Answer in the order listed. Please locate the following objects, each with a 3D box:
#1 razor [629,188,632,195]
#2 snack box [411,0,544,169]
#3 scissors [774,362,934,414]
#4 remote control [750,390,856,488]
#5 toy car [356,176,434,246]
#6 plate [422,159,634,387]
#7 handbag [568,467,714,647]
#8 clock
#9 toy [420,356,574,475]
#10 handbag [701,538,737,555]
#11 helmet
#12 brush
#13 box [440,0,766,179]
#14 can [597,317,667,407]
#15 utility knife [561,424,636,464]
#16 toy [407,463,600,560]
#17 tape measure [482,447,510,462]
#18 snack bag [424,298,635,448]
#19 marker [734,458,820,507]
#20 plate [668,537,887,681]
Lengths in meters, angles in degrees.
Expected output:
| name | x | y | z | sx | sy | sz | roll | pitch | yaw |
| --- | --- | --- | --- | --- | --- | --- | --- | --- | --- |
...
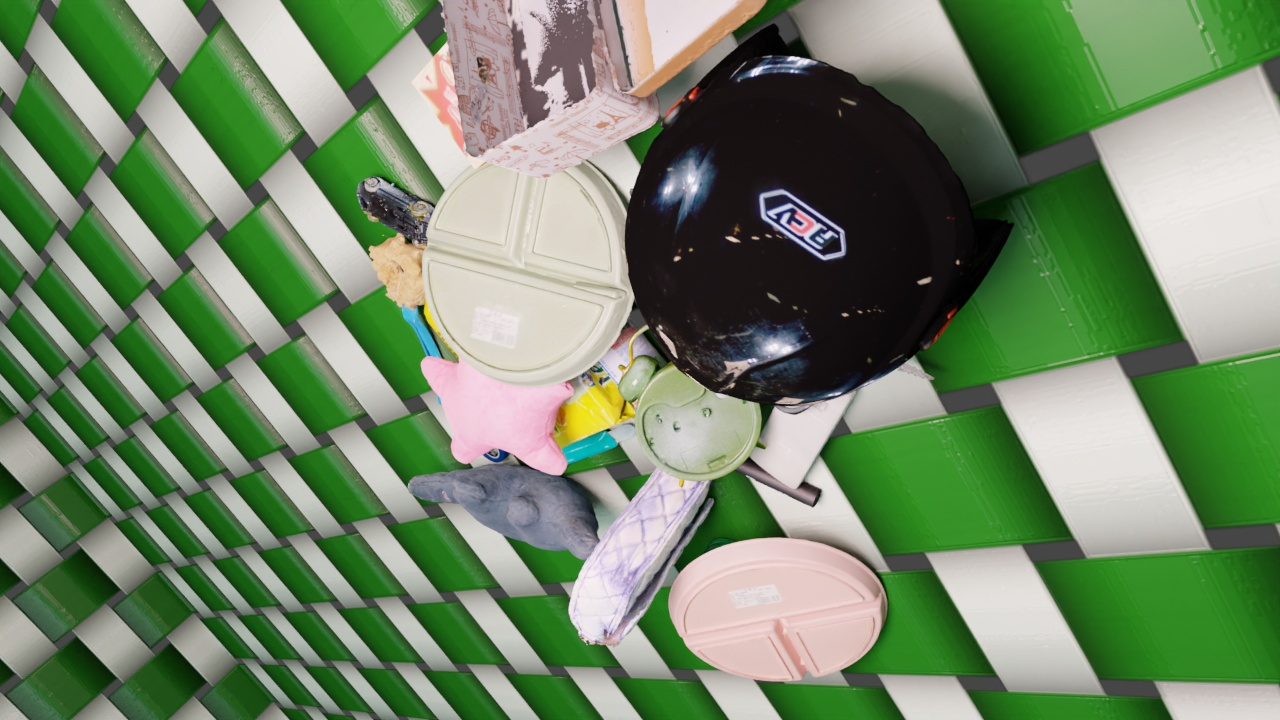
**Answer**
| name | x | y | z | sx | sy | sz | roll | pitch | yaw |
| --- | --- | --- | --- | --- | --- | --- | --- | --- | --- |
| razor | 0.017 | -0.089 | 0.842 | 0.043 | 0.022 | 0.143 | 13 | 131 | 33 |
| snack box | -0.123 | -0.236 | 0.788 | 0.095 | 0.076 | 0.093 | -23 | 108 | 47 |
| scissors | 0.162 | -0.022 | 0.775 | 0.159 | 0.014 | 0.178 | 51 | 128 | 7 |
| remote control | 0.150 | 0.060 | 0.859 | 0.058 | 0.021 | 0.150 | 37 | 138 | 16 |
| toy car | -0.260 | -0.163 | 0.991 | 0.105 | 0.031 | 0.049 | 28 | 136 | 15 |
| plate | -0.111 | -0.087 | 0.854 | 0.231 | 0.027 | 0.230 | 2 | 94 | 25 |
| handbag | 0.006 | 0.194 | 0.955 | 0.075 | 0.193 | 0.134 | 32 | 138 | 12 |
| clock | 0.045 | 0.036 | 0.861 | 0.116 | 0.056 | 0.161 | -25 | 102 | 5 |
| toy | -0.142 | 0.033 | 0.931 | 0.195 | 0.074 | 0.179 | 1 | 113 | 35 |
| handbag | 0.116 | 0.270 | 1.036 | 0.120 | 0.067 | 0.131 | 13 | 129 | 16 |
| helmet | 0.102 | -0.082 | 0.626 | 0.233 | 0.230 | 0.275 | 40 | 177 | 4 |
| brush | -0.260 | -0.042 | 1.092 | 0.083 | 0.045 | 0.255 | 13 | 135 | 25 |
| box | -0.022 | -0.255 | 0.629 | 0.263 | 0.088 | 0.178 | -19 | 77 | 36 |
| can | -0.005 | 0.005 | 0.914 | 0.134 | 0.053 | 0.053 | 50 | 139 | -8 |
| utility knife | -0.061 | 0.101 | 1.068 | 0.029 | 0.013 | 0.194 | 52 | 140 | -12 |
| toy | -0.145 | 0.178 | 1.113 | 0.357 | 0.137 | 0.091 | 8 | 93 | 41 |
| tape measure | -0.187 | 0.101 | 1.159 | 0.058 | 0.025 | 0.055 | 21 | 136 | 29 |
| snack bag | -0.118 | -0.011 | 0.979 | 0.246 | 0.068 | 0.158 | 52 | 139 | -9 |
| marker | 0.120 | 0.112 | 0.931 | 0.132 | 0.020 | 0.022 | 24 | 112 | 23 |
| plate | 0.143 | 0.271 | 0.966 | 0.229 | 0.028 | 0.230 | 4 | 129 | 4 |
